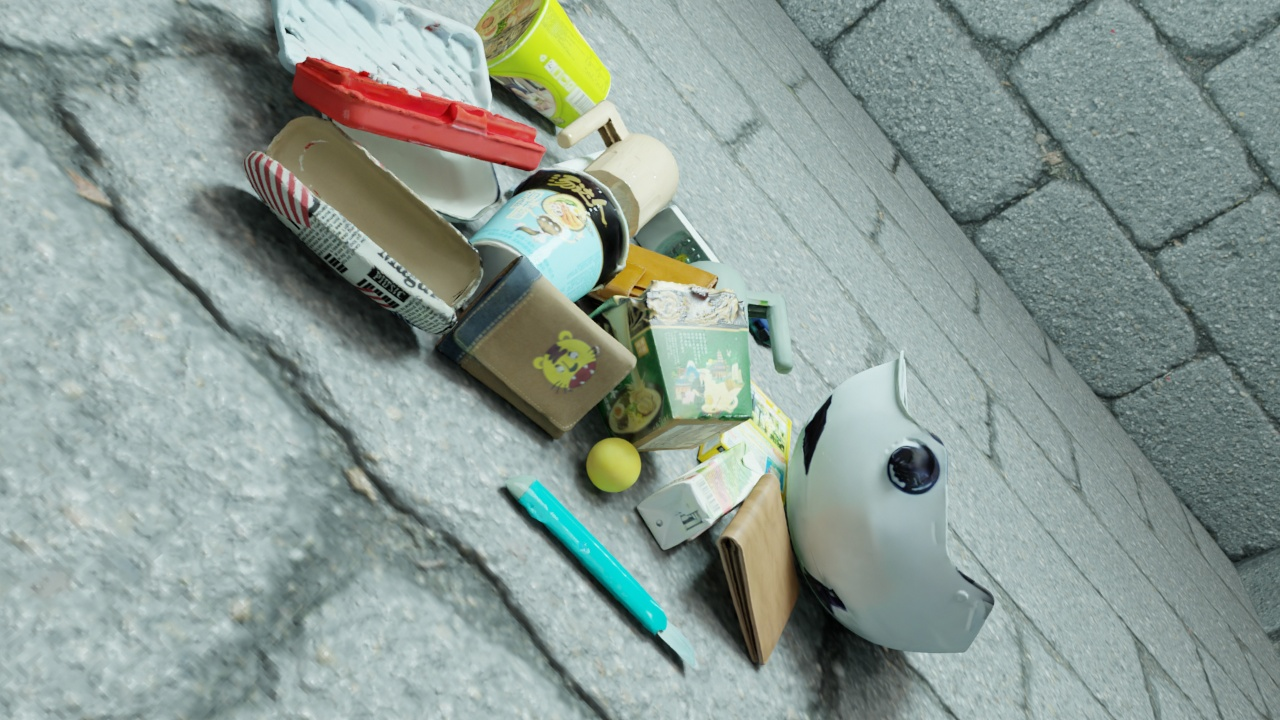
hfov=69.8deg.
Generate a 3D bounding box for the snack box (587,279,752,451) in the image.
[{"bbox_3d":[0.020,0.012,0.713,0.118,0.118,0.105,3,66,-35],"label":"snack box"}]

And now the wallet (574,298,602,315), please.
[{"bbox_3d":[-0.005,0.005,0.803,0.096,0.020,0.122,15,45,-52],"label":"wallet"}]

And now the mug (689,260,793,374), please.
[{"bbox_3d":[0.083,-0.030,0.880,0.124,0.084,0.103,5,43,-3],"label":"mug"}]

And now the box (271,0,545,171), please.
[{"bbox_3d":[-0.172,-0.208,0.686,0.200,0.069,0.157,-2,56,-56],"label":"box"}]

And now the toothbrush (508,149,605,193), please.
[{"bbox_3d":[-0.071,-0.186,0.916,0.220,0.026,0.027,-42,130,-62],"label":"toothbrush"}]

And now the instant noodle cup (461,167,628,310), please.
[{"bbox_3d":[-0.080,-0.077,0.703,0.111,0.111,0.120,48,36,-8],"label":"instant noodle cup"}]

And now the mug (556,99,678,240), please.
[{"bbox_3d":[-0.027,-0.184,0.896,0.124,0.084,0.103,60,34,-18],"label":"mug"}]

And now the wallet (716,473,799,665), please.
[{"bbox_3d":[0.097,0.162,0.720,0.101,0.020,0.115,-39,119,-56],"label":"wallet"}]

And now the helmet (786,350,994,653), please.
[{"bbox_3d":[0.204,0.133,0.810,0.229,0.146,0.258,26,49,-72],"label":"helmet"}]

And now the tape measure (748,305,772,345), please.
[{"bbox_3d":[0.146,-0.043,1.075,0.054,0.025,0.058,54,32,0],"label":"tape measure"}]

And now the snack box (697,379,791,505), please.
[{"bbox_3d":[0.102,0.074,0.868,0.087,0.034,0.140,44,31,-14],"label":"snack box"}]

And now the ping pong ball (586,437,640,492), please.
[{"bbox_3d":[-0.020,0.077,0.674,0.040,0.040,0.040,36,32,-27],"label":"ping pong ball"}]

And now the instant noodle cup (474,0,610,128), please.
[{"bbox_3d":[-0.097,-0.306,0.943,0.123,0.112,0.111,37,31,-42],"label":"instant noodle cup"}]

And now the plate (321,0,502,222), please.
[{"bbox_3d":[-0.202,-0.210,0.742,0.161,0.034,0.265,15,45,-49],"label":"plate"}]

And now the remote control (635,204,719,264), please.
[{"bbox_3d":[0.053,-0.097,0.966,0.135,0.056,0.019,53,29,0],"label":"remote control"}]

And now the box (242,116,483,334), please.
[{"bbox_3d":[-0.174,-0.085,0.593,0.162,0.075,0.086,44,-1,-19],"label":"box"}]

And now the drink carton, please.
[{"bbox_3d":[0.053,0.107,0.735,0.045,0.054,0.122,60,29,6],"label":"drink carton"}]

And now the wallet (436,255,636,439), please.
[{"bbox_3d":[-0.072,-0.006,0.644,0.115,0.090,0.033,41,12,-23],"label":"wallet"}]

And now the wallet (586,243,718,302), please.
[{"bbox_3d":[-0.008,-0.070,0.814,0.131,0.035,0.118,22,27,12],"label":"wallet"}]

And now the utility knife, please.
[{"bbox_3d":[-0.024,0.142,0.621,0.185,0.013,0.029,47,32,-7],"label":"utility knife"}]
